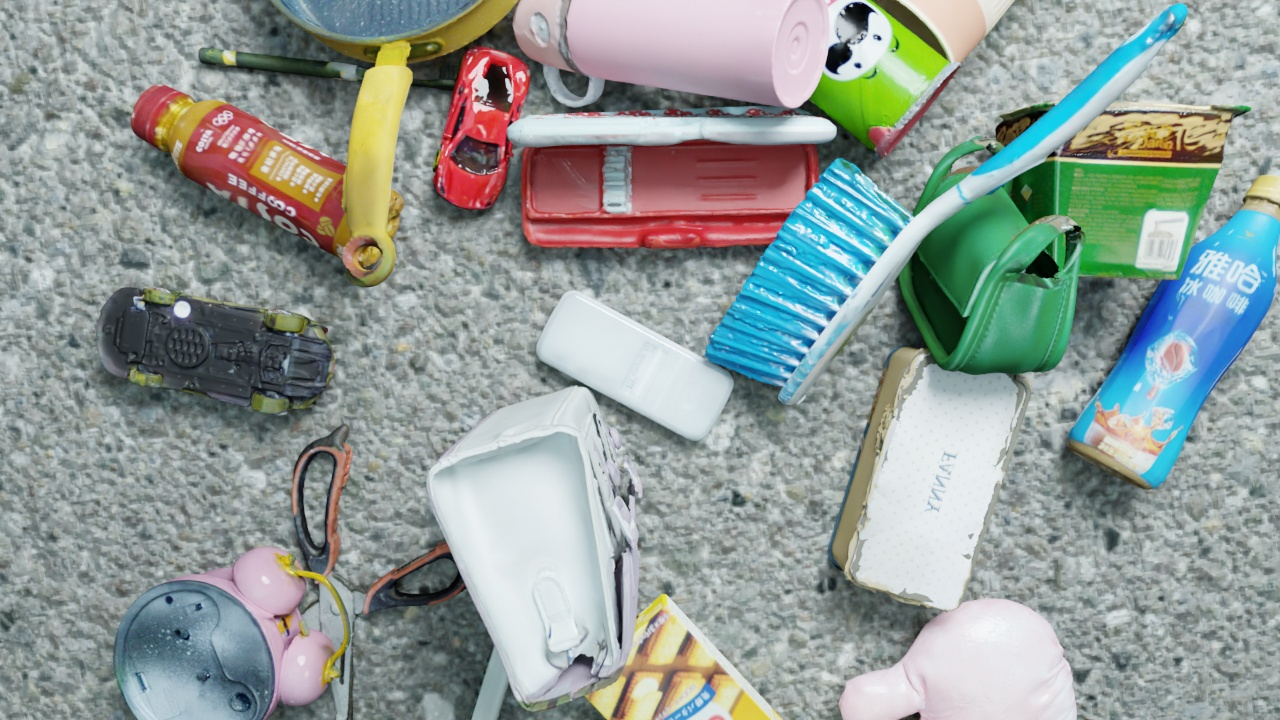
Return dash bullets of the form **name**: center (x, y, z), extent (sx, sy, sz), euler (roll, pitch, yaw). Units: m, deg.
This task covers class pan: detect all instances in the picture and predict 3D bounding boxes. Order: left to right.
- **pan**: center (-0.150, -0.209, 0.547), extent (0.198, 0.078, 0.357), euler (-5, 80, 10)

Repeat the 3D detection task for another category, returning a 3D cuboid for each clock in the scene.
- **clock**: center (-0.273, 0.192, 0.627), extent (0.159, 0.059, 0.117), euler (-21, 92, 11)

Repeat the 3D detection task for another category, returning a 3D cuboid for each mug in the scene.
- **mug**: center (0.192, -0.252, 0.574), extent (0.106, 0.114, 0.081), euler (-49, 49, 1)

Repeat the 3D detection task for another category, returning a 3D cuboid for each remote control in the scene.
- **remote control**: center (-0.102, 0.227, 0.639), extent (0.019, 0.056, 0.135), euler (17, 95, -1)
- **remote control**: center (-0.004, 0.004, 0.637), extent (0.136, 0.020, 0.056), euler (28, 93, -2)

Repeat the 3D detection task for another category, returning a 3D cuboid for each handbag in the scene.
- **handbag**: center (-0.048, 0.097, 0.557), extent (0.098, 0.197, 0.145), euler (-14, 95, 2)
- **handbag**: center (0.217, -0.060, 0.569), extent (0.068, 0.131, 0.120), euler (2, 130, -5)

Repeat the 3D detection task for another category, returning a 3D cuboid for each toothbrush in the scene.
- **toothbrush**: center (-0.208, -0.201, 0.626), extent (0.186, 0.012, 0.017), euler (6, 89, 0)

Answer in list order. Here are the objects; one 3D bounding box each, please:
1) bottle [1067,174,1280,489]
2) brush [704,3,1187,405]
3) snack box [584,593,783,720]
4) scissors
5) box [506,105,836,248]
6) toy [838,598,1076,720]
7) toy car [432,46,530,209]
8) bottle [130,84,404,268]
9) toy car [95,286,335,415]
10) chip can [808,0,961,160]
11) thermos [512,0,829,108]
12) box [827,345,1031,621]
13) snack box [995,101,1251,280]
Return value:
- **bottle**: center (0.369, -0.021, 0.612), extent (0.065, 0.065, 0.219), euler (30, 94, -2)
- **brush**: center (0.154, -0.087, 0.534), extent (0.109, 0.060, 0.315), euler (41, 125, 15)
- **snack box**: center (0.032, 0.247, 0.652), extent (0.087, 0.033, 0.140), euler (-42, 95, 4)
- **scissors**: center (-0.210, 0.157, 0.653), extent (0.223, 0.015, 0.189), euler (-33, 92, 6)
- **box**: center (0.019, -0.121, 0.587), extent (0.201, 0.101, 0.095), euler (-1, 94, 1)
- **toy**: center (0.221, 0.236, 0.638), extent (0.159, 0.054, 0.121), euler (-21, 87, 1)
- **toy car**: center (-0.106, -0.154, 0.614), extent (0.049, 0.031, 0.106), euler (14, 97, -20)
- **bottle**: center (-0.248, -0.125, 0.610), extent (0.175, 0.057, 0.057), euler (27, 94, -2)
- **toy car**: center (-0.289, -0.009, 0.627), extent (0.158, 0.042, 0.070), euler (13, 94, -2)
- **chip can**: center (0.083, -0.226, 0.575), extent (0.236, 0.072, 0.072), euler (41, 94, 7)
- **thermos**: center (0.011, -0.190, 0.560), extent (0.199, 0.067, 0.087), euler (18, 126, 32)
- **box**: center (0.192, 0.084, 0.625), extent (0.090, 0.061, 0.184), euler (18, 96, -1)
- **snack box**: center (0.292, -0.104, 0.582), extent (0.118, 0.117, 0.105), euler (1, 99, 2)
